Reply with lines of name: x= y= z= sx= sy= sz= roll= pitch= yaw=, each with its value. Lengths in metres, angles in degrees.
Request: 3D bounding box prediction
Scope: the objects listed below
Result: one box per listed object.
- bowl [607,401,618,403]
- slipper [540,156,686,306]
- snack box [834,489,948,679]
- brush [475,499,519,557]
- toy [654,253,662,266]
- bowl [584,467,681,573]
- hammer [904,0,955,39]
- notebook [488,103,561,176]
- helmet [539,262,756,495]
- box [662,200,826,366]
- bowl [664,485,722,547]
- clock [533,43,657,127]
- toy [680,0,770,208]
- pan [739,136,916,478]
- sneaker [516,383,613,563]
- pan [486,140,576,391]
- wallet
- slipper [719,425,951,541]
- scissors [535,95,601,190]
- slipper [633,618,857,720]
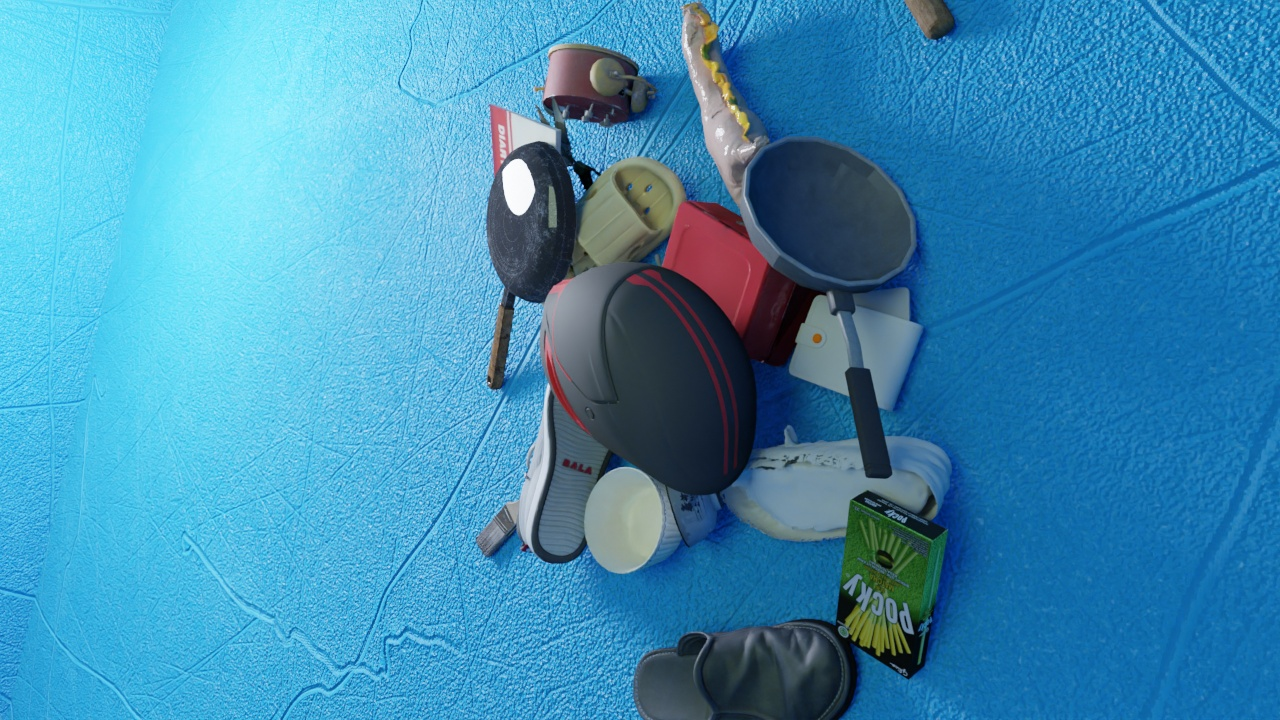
bowl: x=-0.006 y=0.006 z=1.054 sx=0.154 sy=0.072 sz=0.153 roll=-6 pitch=80 yaw=33
slipper: x=-0.060 y=-0.147 z=1.121 sx=0.262 sy=0.079 sz=0.111 roll=-39 pitch=83 yaw=33
snack box: x=0.216 y=0.196 z=0.803 sx=0.080 sy=0.025 sz=0.148 roll=26 pitch=125 yaw=42
brush: x=-0.168 y=0.202 z=1.200 sx=0.151 sy=0.012 sz=0.039 roll=-48 pitch=53 yaw=22
toy: x=0.016 y=-0.098 z=1.096 sx=0.112 sy=0.030 sz=0.049 roll=-26 pitch=78 yaw=29
bowl: x=0.000 y=0.179 z=1.021 sx=0.116 sy=0.062 sz=0.115 roll=-12 pitch=72 yaw=40
hammer: x=0.252 y=-0.459 z=0.970 sx=0.130 sy=0.040 sz=0.321 roll=-33 pitch=60 yaw=27
notebook: x=-0.152 y=-0.220 z=1.218 sx=0.153 sy=0.012 sz=0.209 roll=31 pitch=131 yaw=40
helmet: x=0.016 y=0.006 z=0.882 sx=0.264 sy=0.163 sz=0.170 roll=60 pitch=147 yaw=6
box: x=0.098 y=-0.083 z=0.967 sx=0.157 sy=0.112 sz=0.135 roll=38 pitch=110 yaw=41
bowl: x=0.057 y=0.135 z=0.963 sx=0.045 sy=0.114 sz=0.114 roll=-17 pitch=66 yaw=7
clock: x=-0.053 y=-0.340 z=1.161 sx=0.159 sy=0.117 sz=0.081 roll=9 pitch=89 yaw=36
toy: x=0.093 y=-0.299 z=1.010 sx=0.065 sy=0.196 sz=0.264 roll=-12 pitch=76 yaw=-5
pan: x=0.181 y=-0.058 z=0.839 sx=0.041 sy=0.178 sz=0.356 roll=119 pitch=151 yaw=-56
sneaker: x=-0.097 y=0.116 z=1.115 sx=0.129 sy=0.096 sz=0.262 roll=-26 pitch=51 yaw=61
pan: x=-0.166 y=-0.108 z=1.186 sx=0.207 sy=0.040 sz=0.358 roll=46 pitch=128 yaw=43
wallet: x=0.212 y=-0.024 z=0.898 sx=0.118 sy=0.037 sz=0.115 roll=23 pitch=95 yaw=39
slipper: x=0.175 y=0.114 z=0.873 sx=0.247 sy=0.074 sz=0.112 roll=-12 pitch=95 yaw=43
scissors: x=-0.072 y=-0.235 z=1.152 sx=0.142 sy=0.015 sz=0.210 roll=10 pitch=122 yaw=37
slipper: x=0.081 y=0.319 z=0.902 sx=0.266 sy=0.083 sz=0.108 roll=-20 pitch=65 yaw=36
